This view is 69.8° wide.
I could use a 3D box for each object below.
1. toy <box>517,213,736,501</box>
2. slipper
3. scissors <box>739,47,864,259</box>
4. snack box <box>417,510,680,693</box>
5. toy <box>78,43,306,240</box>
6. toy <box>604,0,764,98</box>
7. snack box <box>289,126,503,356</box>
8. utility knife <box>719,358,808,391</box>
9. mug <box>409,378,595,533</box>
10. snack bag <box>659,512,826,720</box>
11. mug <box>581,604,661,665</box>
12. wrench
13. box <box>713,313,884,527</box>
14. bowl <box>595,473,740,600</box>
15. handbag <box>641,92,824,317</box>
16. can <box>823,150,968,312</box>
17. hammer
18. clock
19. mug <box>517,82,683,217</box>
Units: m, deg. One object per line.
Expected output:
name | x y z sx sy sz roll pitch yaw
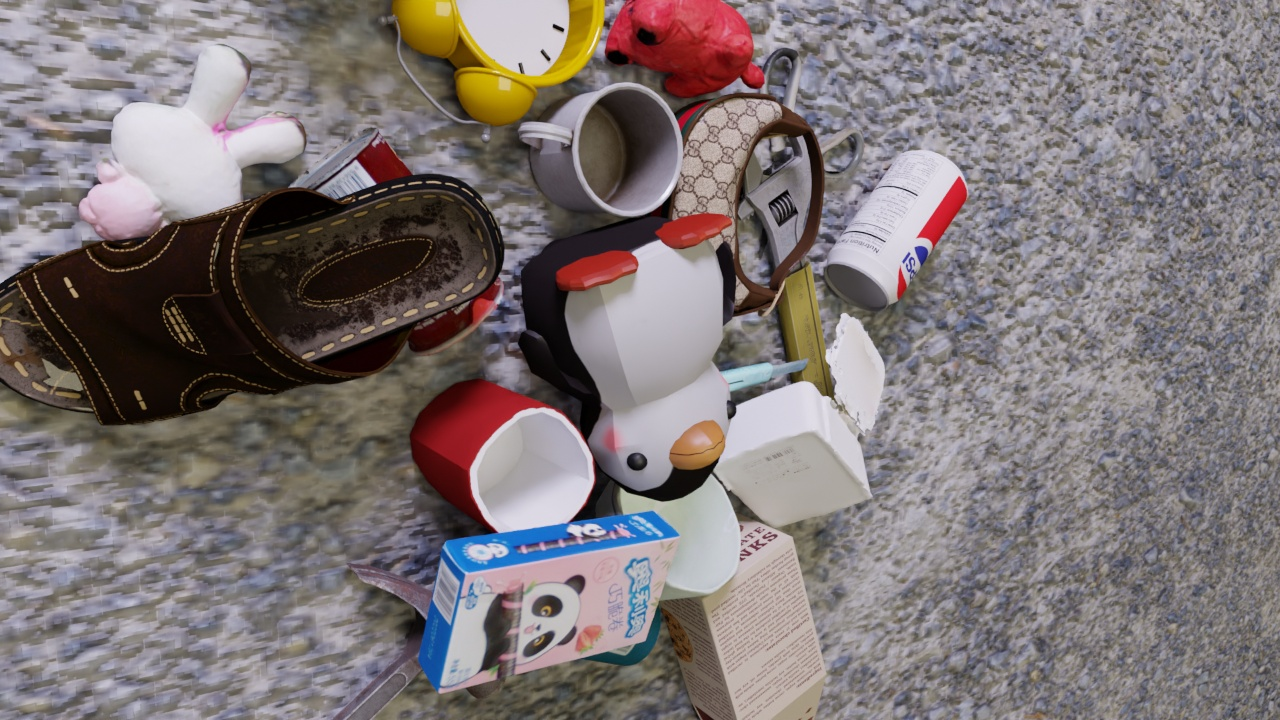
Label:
toy | -0.004 0.004 0.614 0.158 0.140 0.184 -27 114 -28
slipper | -0.201 -0.028 0.469 0.267 0.075 0.113 -15 117 -5
scissors | 0.120 -0.169 0.741 0.170 0.013 0.157 -22 111 -28
snack box | -0.053 0.144 0.561 0.153 0.033 0.088 -2 118 -37
toy | -0.243 -0.109 0.493 0.122 0.038 0.079 -47 133 -18
toy | 0.049 -0.239 0.644 0.132 0.088 0.094 19 77 -36
snack box | -0.145 -0.069 0.546 0.072 0.072 0.121 -47 119 -19
utility knife | 0.076 0.014 0.736 0.141 0.015 0.022 -12 121 -26
mug | -0.083 0.075 0.597 0.080 0.097 0.116 -42 119 -21
snack bag | 0.090 0.246 0.761 0.094 0.070 0.206 -27 113 -27
mug | -0.045 0.178 0.658 0.121 0.078 0.078 31 81 -38
wrench | 0.131 -0.059 0.758 0.083 0.018 0.273 -24 113 -20
box | 0.141 0.038 0.741 0.107 0.152 0.131 44 32 -37
bowl | 0.013 0.127 0.681 0.117 0.061 0.117 25 44 -28
handbag | 0.074 -0.110 0.681 0.138 0.063 0.166 5 99 -22
can | 0.217 -0.111 0.782 0.070 0.070 0.132 46 73 -31
hammer | -0.237 0.263 0.566 0.313 0.035 0.138 -42 119 -20
clock | -0.088 -0.217 0.572 0.113 0.052 0.151 47 68 -30
mug | -0.036 -0.140 0.606 0.113 0.071 0.084 6 95 -35
